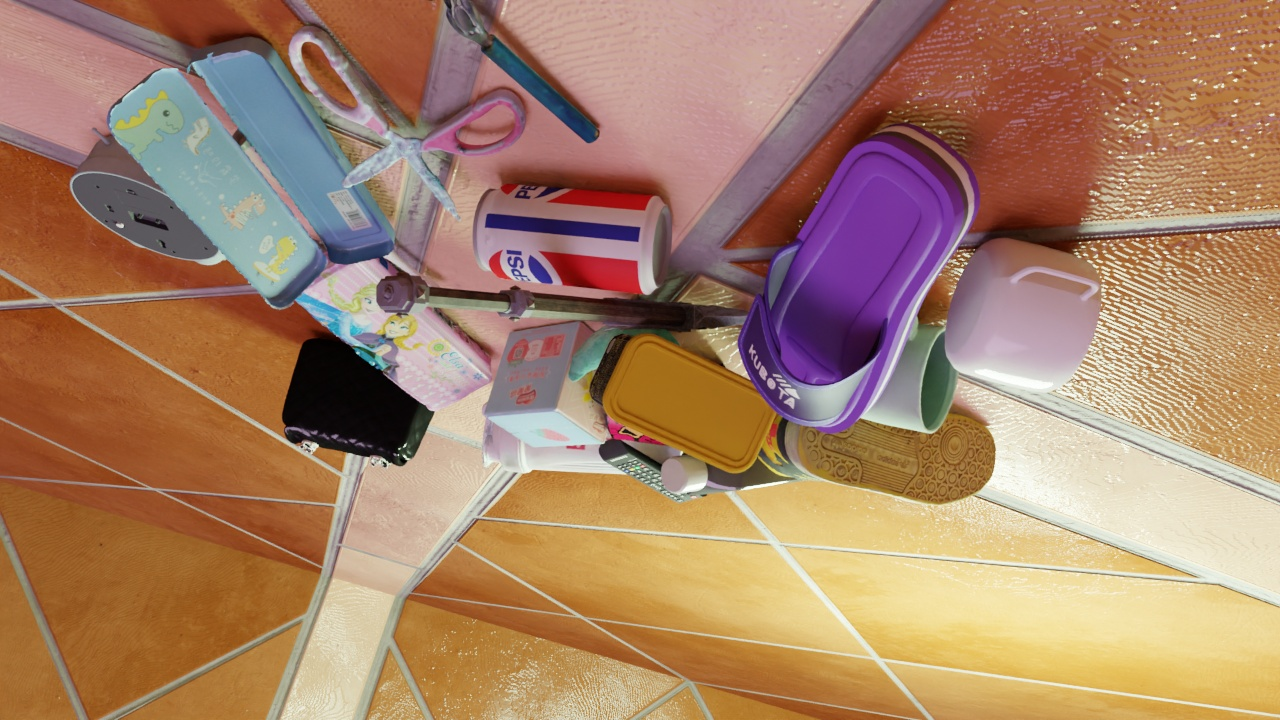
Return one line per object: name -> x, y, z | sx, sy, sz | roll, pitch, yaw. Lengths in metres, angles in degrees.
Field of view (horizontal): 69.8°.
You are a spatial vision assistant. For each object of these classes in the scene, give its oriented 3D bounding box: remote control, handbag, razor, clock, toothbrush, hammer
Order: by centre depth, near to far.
razor -> -0.073, -0.178, 0.556 | 0.042, 0.022, 0.144 | -7, 148, 38
hammer -> -0.047, -0.037, 0.636 | 0.147, 0.028, 0.316 | 2, -179, 35
toothbrush -> -0.242, -0.114, 0.760 | 0.027, 0.027, 0.222 | -27, 138, 18
clock -> -0.413, -0.132, 0.793 | 0.122, 0.045, 0.160 | 16, 155, -3
remote control -> 0.015, 0.116, 0.945 | 0.033, 0.015, 0.146 | -21, 140, 34
handbag -> -0.310, 0.058, 1.028 | 0.154, 0.124, 0.115 | 13, 154, 1

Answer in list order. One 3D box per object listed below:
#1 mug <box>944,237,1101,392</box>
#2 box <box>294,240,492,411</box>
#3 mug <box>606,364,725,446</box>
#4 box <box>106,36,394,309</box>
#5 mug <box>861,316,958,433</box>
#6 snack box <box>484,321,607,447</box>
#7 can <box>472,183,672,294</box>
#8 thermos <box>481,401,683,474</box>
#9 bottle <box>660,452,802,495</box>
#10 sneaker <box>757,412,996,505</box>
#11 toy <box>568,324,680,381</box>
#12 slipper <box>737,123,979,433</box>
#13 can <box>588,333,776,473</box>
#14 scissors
mug -> 0.249, -0.033, 0.595 | 0.068, 0.094, 0.116 | 15, 162, 2
box -> -0.237, -0.041, 0.896 | 0.085, 0.070, 0.230 | -28, 141, 9
mug -> 0.031, 0.048, 0.886 | 0.098, 0.081, 0.118 | 6, 154, 16
box -> -0.276, -0.133, 0.676 | 0.125, 0.043, 0.209 | -28, 143, -4
mug -> 0.183, -0.005, 0.717 | 0.104, 0.083, 0.111 | 11, 134, 36
snack box -> -0.081, 0.025, 0.882 | 0.093, 0.094, 0.079 | -7, 147, 36
can -> -0.048, -0.089, 0.665 | 0.132, 0.070, 0.070 | 7, 153, 14
thermos -> -0.061, 0.078, 0.996 | 0.220, 0.099, 0.099 | 4, 153, 8
bottle -> 0.093, 0.109, 0.935 | 0.173, 0.046, 0.084 | 0, 170, -44
sneaker -> 0.208, 0.078, 0.854 | 0.238, 0.086, 0.122 | 12, 177, -27
toy -> -0.005, 0.005, 0.821 | 0.105, 0.085, 0.033 | 32, -179, 6
slipper -> 0.121, -0.029, 0.609 | 0.107, 0.083, 0.267 | 44, 149, 19
can -> 0.029, 0.030, 0.750 | 0.130, 0.072, 0.101 | 25, 178, -13
scissors -> -0.162, -0.162, 0.623 | 0.171, 0.013, 0.177 | -16, 135, 35
